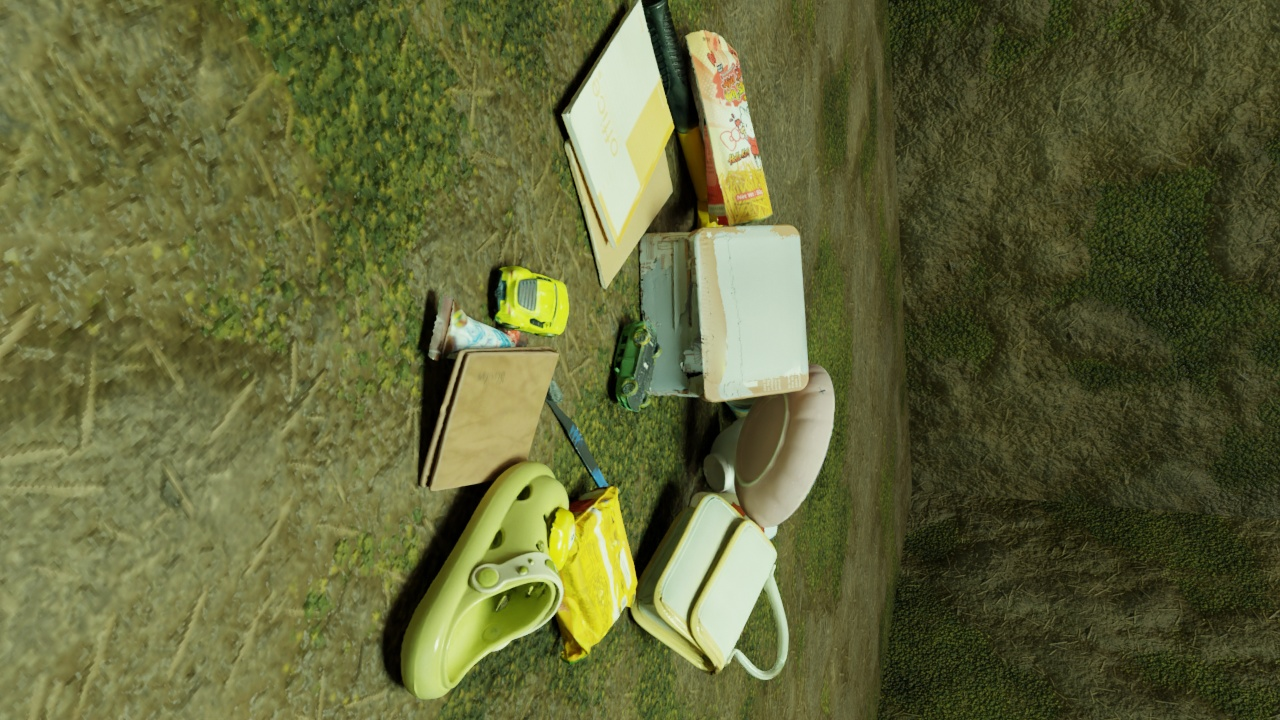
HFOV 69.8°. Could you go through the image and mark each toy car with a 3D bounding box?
[{"bbox_3d":[-0.005,0.005,0.902,0.043,0.036,0.091,50,45,-60],"label":"toy car"},{"bbox_3d":[-0.080,-0.046,0.724,0.105,0.032,0.048,13,79,-69],"label":"toy car"}]

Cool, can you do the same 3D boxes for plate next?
[{"bbox_3d":[0.149,0.089,1.026,0.192,0.039,0.192,-161,-89,-76],"label":"plate"}]

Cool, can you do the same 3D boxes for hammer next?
[{"bbox_3d":[0.052,-0.264,1.023,0.301,0.033,0.128,67,33,-46],"label":"hammer"}]

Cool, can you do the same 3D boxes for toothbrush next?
[{"bbox_3d":[-0.054,0.072,0.818,0.014,0.016,0.190,-64,149,-30],"label":"toothbrush"}]

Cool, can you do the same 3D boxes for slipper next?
[{"bbox_3d":[-0.092,0.157,0.641,0.190,0.082,0.092,-57,159,-45],"label":"slipper"}]

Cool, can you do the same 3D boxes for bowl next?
[{"bbox_3d":[0.120,0.135,1.160,0.064,0.118,0.118,-13,108,-28],"label":"bowl"}]

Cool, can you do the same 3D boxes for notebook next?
[{"bbox_3d":[-0.015,-0.227,0.871,0.146,0.010,0.205,69,31,-41],"label":"notebook"},{"bbox_3d":[-0.015,-0.186,0.901,0.207,0.008,0.148,-61,145,-48],"label":"notebook"}]

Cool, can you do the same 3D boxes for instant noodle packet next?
[{"bbox_3d":[-0.045,0.186,0.812,0.110,0.044,0.128,-34,120,-55],"label":"instant noodle packet"}]

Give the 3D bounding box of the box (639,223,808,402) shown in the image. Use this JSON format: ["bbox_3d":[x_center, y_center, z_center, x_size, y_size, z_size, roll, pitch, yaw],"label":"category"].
[{"bbox_3d":[0.095,-0.053,0.970,0.150,0.166,0.182,-17,108,-67],"label":"box"}]

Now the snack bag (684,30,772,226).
[{"bbox_3d":[0.097,-0.257,1.026,0.128,0.073,0.208,-33,115,-62],"label":"snack bag"}]

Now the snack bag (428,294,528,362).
[{"bbox_3d":[-0.114,-0.011,0.650,0.104,0.026,0.048,37,62,-64],"label":"snack bag"}]

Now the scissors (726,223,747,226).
[{"bbox_3d":[0.146,-0.105,1.182,0.189,0.015,0.225,60,-9,31],"label":"scissors"}]

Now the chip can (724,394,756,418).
[{"bbox_3d":[0.174,0.077,1.297,0.210,0.071,0.071,51,45,-58],"label":"chip can"}]

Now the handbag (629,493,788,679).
[{"bbox_3d":[0.097,0.251,0.981,0.162,0.178,0.063,-55,-174,-38],"label":"handbag"}]

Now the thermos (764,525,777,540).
[{"bbox_3d":[0.171,0.138,1.217,0.073,0.073,0.225,-54,156,-54],"label":"thermos"}]

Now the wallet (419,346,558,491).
[{"bbox_3d":[-0.105,0.039,0.652,0.115,0.020,0.101,-5,115,-64],"label":"wallet"}]

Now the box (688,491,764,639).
[{"bbox_3d":[0.093,0.248,1.089,0.078,0.091,0.167,65,35,-43],"label":"box"}]
